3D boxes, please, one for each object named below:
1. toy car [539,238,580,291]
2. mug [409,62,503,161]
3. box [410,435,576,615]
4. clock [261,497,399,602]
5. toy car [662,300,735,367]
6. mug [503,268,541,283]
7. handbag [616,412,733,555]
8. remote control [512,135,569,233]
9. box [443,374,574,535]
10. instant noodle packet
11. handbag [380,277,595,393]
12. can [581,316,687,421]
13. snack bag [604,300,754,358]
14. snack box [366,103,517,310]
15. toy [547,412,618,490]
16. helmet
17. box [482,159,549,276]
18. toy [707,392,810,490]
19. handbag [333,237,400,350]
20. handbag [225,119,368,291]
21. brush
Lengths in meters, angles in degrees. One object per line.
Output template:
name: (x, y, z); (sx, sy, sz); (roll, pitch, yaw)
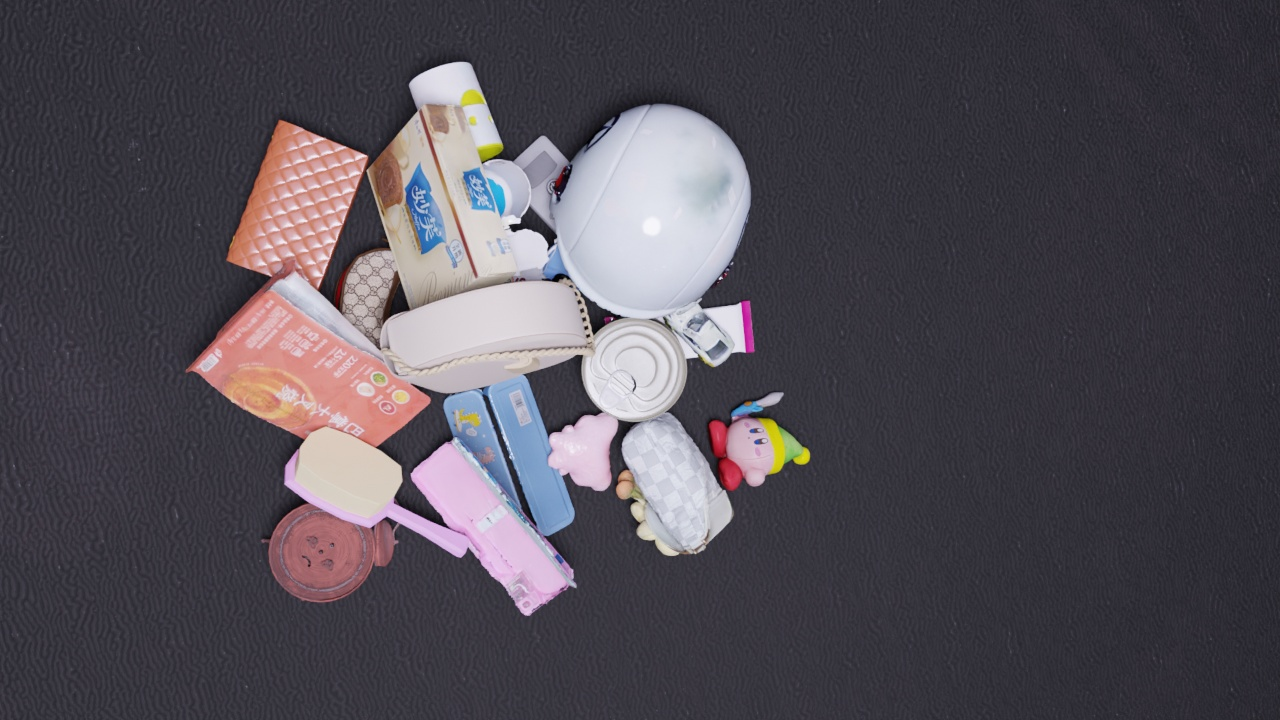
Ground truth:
toy car: (-0.050, -0.111, 1.146); (0.153, 0.054, 0.056); (16, 129, -22)
mug: (-0.222, -0.291, 1.102); (0.082, 0.082, 0.106); (-21, 95, -11)
box: (-0.163, 0.188, 1.096); (0.230, 0.159, 0.066); (50, 48, -1)
clock: (-0.360, 0.212, 1.094); (0.157, 0.072, 0.120); (-32, 98, -8)
toy car: (0.076, -0.038, 1.180); (0.105, 0.033, 0.048); (44, 86, -11)
mug: (-0.176, -0.114, 1.128); (0.089, 0.074, 0.105); (-15, 66, -11)
handbag: (0.031, 0.158, 1.157); (0.124, 0.112, 0.171); (-31, 86, 25)
remote control: (-0.098, -0.205, 1.162); (0.074, 0.019, 0.151); (-45, 100, -7)
box: (-0.164, 0.128, 1.145); (0.120, 0.049, 0.209); (-20, 96, -10)
instant noodle packet: (-0.371, 0.021, 1.049); (0.165, 0.083, 0.221); (-37, 112, 24)
handbag: (-0.169, -0.031, 1.030); (0.208, 0.210, 0.103); (-15, 81, 3)
can: (-0.007, 0.007, 1.142); (0.128, 0.073, 0.128); (0, 98, 2)
snack bag: (0.053, -0.033, 1.201); (0.196, 0.016, 0.070); (-8, 97, -11)
snack box: (-0.231, -0.163, 1.046); (0.055, 0.154, 0.207); (-12, 79, -43)
toy: (-0.073, 0.116, 1.161); (0.093, 0.050, 0.102); (1, 95, -24)
helmet: (0.026, -0.188, 1.085); (0.236, 0.164, 0.263); (33, 60, -9)
box: (-0.166, -0.165, 1.090); (0.083, 0.137, 0.144); (-10, 95, -22)
toy: (0.158, 0.111, 1.210); (0.131, 0.097, 0.124); (-15, 55, -4)
handbag: (-0.298, -0.061, 1.113); (0.138, 0.063, 0.166); (8, 86, -29)
handbag: (-0.402, -0.179, 1.078); (0.109, 0.060, 0.172); (21, 90, -17)
brush: (-0.298, 0.159, 1.070); (0.228, 0.089, 0.043); (30, 121, -10)
